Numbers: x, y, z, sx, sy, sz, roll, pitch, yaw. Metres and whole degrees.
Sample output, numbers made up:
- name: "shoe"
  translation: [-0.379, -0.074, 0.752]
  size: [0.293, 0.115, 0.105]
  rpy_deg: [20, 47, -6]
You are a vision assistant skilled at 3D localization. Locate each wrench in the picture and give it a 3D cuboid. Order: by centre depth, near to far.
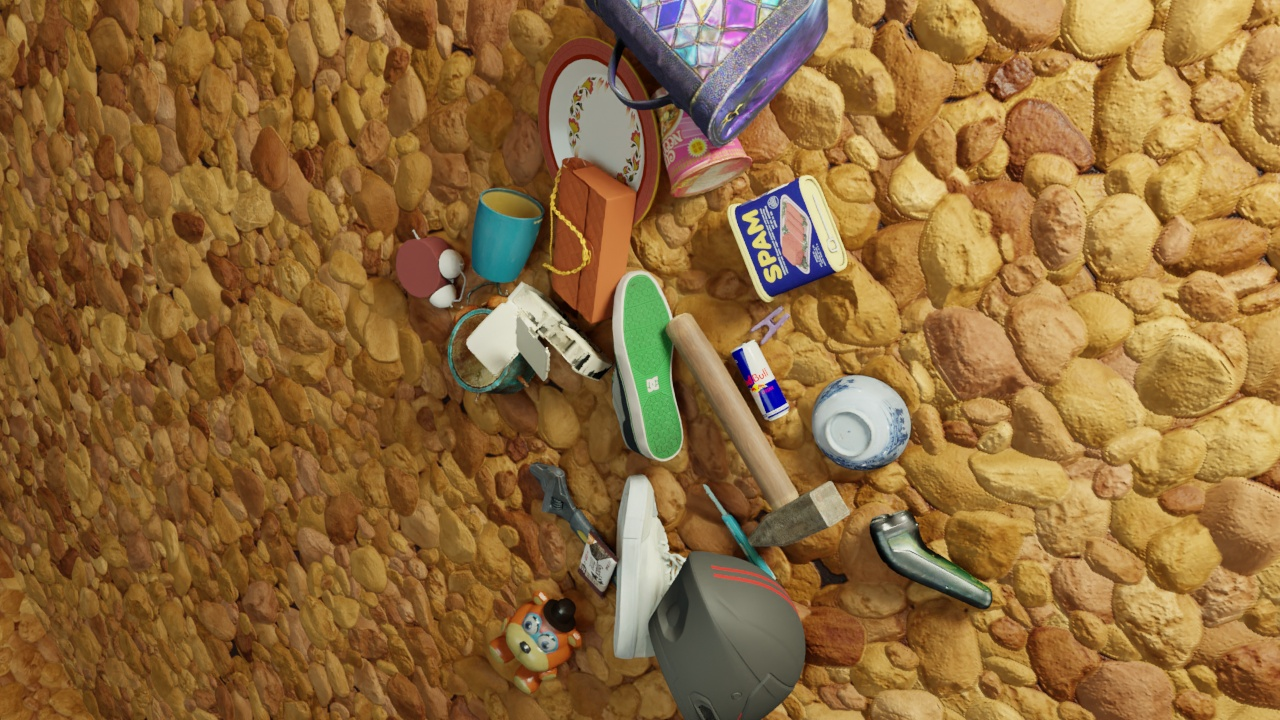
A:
- name: "wrench"
  translation: [-0.067, 0.250, 1.278]
  size: [0.273, 0.022, 0.074]
  rpy_deg: [49, 129, 12]

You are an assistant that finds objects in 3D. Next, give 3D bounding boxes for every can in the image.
- name: "can"
  translation: [0.162, -0.134, 1.006]
  size: [0.092, 0.056, 0.116]
  rpy_deg: [-21, 92, 33]
- name: "can"
  translation: [0.141, 0.023, 1.078]
  size: [0.032, 0.032, 0.095]
  rpy_deg: [-28, 88, 34]

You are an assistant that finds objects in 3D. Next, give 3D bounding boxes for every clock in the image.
- name: "clock"
  translation: [-0.200, -0.029, 1.255]
  size: [0.121, 0.073, 0.157]
  rpy_deg: [-17, 79, 29]
- name: "clock"
  translation: [-0.295, -0.128, 1.301]
  size: [0.124, 0.044, 0.087]
  rpy_deg: [31, 118, 21]

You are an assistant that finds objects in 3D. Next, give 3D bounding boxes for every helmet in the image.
- name: "helmet"
  translation: [0.110, 0.335, 1.099]
  size: [0.170, 0.164, 0.265]
  rpy_deg: [-24, 123, 4]

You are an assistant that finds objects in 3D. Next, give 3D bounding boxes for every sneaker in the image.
- name: "sneaker"
  translation: [-0.007, 0.007, 1.143]
  size: [0.079, 0.084, 0.235]
  rpy_deg: [4, 104, 53]
- name: "sneaker"
  translation: [0.015, 0.270, 1.205]
  size: [0.090, 0.089, 0.242]
  rpy_deg: [2, 91, -6]

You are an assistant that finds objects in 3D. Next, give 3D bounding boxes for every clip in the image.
- name: "clip"
  translation: [0.151, -0.043, 1.066]
  size: [0.035, 0.013, 0.052]
  rpy_deg: [47, 120, 11]

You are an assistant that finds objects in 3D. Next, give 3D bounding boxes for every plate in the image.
- name: "plate"
  translation: [-0.048, -0.265, 1.092]
  size: [0.230, 0.021, 0.230]
  rpy_deg: [29, 130, 41]

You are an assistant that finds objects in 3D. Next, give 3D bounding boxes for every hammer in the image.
- name: "hammer"
  translation: [0.114, 0.077, 1.086]
  size: [0.300, 0.037, 0.158]
  rpy_deg: [60, 148, 10]

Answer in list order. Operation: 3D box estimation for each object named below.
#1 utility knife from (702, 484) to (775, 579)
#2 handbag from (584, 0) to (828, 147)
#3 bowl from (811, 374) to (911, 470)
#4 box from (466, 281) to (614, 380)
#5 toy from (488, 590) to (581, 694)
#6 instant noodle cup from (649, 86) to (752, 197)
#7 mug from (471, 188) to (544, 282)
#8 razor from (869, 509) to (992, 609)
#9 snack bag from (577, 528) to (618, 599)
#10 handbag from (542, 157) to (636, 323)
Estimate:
- name: "utility knife"
  translation: [0.123, 0.219, 1.157]
  size: [0.151, 0.015, 0.022]
  rpy_deg: [55, 149, 9]
- name: "handbag"
  translation: [0.060, -0.343, 0.930]
  size: [0.222, 0.125, 0.205]
  rpy_deg: [-41, 79, 8]
- name: "bowl"
  translation: [0.238, 0.076, 1.024]
  size: [0.114, 0.045, 0.114]
  rpy_deg: [9, 108, 30]
- name: "box"
  translation: [-0.141, -0.016, 1.131]
  size: [0.106, 0.193, 0.143]
  rpy_deg: [-47, 71, 6]
- name: "toy"
  translation: [-0.148, 0.404, 1.338]
  size: [0.112, 0.096, 0.176]
  rpy_deg: [44, 111, 15]
- name: "instant noodle cup"
  translation: [0.060, -0.252, 1.020]
  size: [0.098, 0.097, 0.108]
  rpy_deg: [-25, 82, 34]
- name: "mug"
  translation: [-0.185, -0.169, 1.209]
  size: [0.112, 0.084, 0.104]
  rpy_deg: [54, 135, 42]
- name: "razor"
  translation: [0.322, 0.220, 1.015]
  size: [0.151, 0.054, 0.067]
  rpy_deg: [30, 100, 15]
- name: "snack bag"
  translation: [-0.060, 0.280, 1.247]
  size: [0.057, 0.013, 0.158]
  rpy_deg: [44, 150, 16]
- name: "handbag"
  translation: [-0.071, -0.146, 1.118]
  size: [0.109, 0.060, 0.172]
  rpy_deg: [41, 138, 35]
